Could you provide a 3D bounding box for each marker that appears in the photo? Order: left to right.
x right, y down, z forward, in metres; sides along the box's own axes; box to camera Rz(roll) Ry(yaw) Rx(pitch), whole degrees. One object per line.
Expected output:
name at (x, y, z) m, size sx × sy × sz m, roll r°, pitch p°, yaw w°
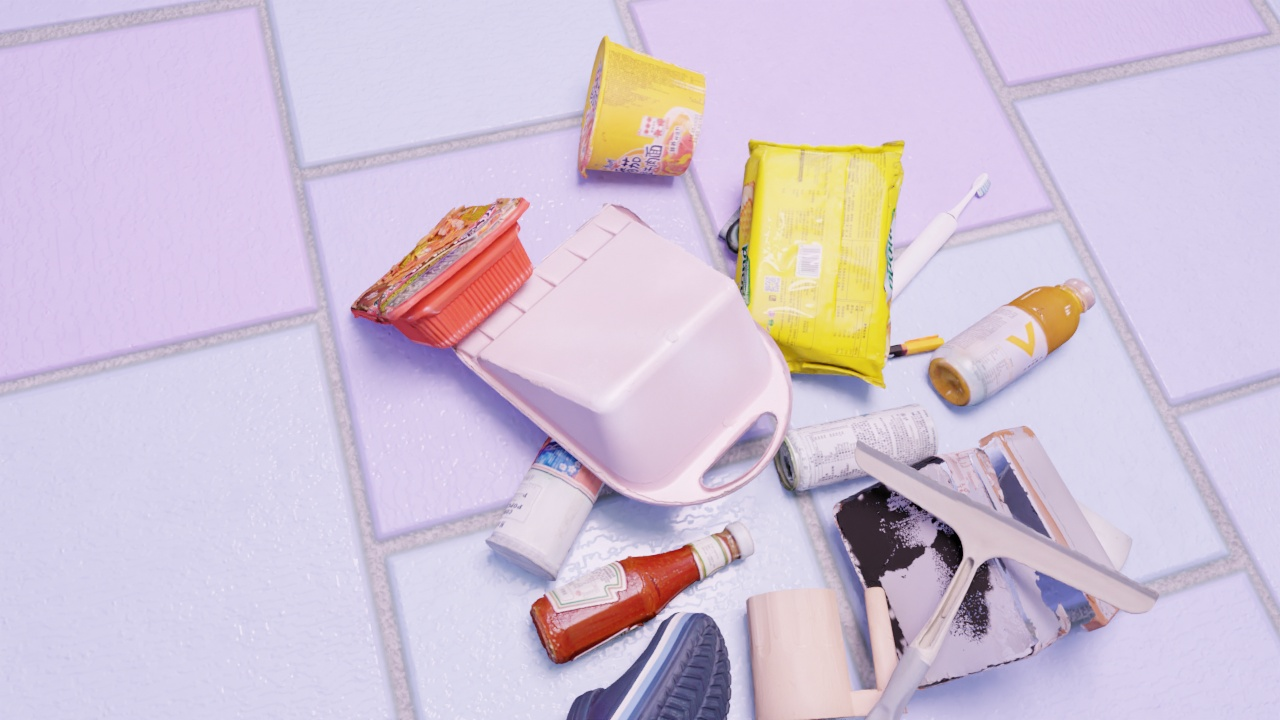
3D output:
marker at (0.250, -0.009, 0.932) m, size 0.123 × 0.018 × 0.015 m, roll -10°, pitch 71°, yaw -8°

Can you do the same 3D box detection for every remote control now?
remote control at (0.401, 0.155, 0.881) m, size 0.135 × 0.019 × 0.056 m, roll 36°, pitch 69°, yaw 10°

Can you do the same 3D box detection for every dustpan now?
dustpan at (-0.005, 0.005, 0.832) m, size 0.222 × 0.139 × 0.273 m, roll -42°, pitch 43°, yaw -15°

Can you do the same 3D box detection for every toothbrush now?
toothbrush at (0.312, -0.130, 0.981) m, size 0.220 × 0.027 × 0.026 m, roll -45°, pitch 117°, yaw -19°

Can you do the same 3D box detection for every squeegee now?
squeegee at (0.222, 0.226, 0.719) m, size 0.247 × 0.039 × 0.246 m, roll 28°, pitch 87°, yaw 35°

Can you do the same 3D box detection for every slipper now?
slipper at (-0.016, 0.316, 0.745) m, size 0.095 × 0.105 × 0.252 m, roll 6°, pitch 43°, yaw 41°

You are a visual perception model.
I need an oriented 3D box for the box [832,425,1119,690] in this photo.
box at (0.311, 0.167, 0.824) m, size 0.193 × 0.157 × 0.183 m, roll -1°, pitch 63°, yaw -45°

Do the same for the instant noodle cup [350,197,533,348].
instant noodle cup at (-0.179, -0.077, 0.857) m, size 0.164 × 0.189 × 0.079 m, roll -44°, pitch 114°, yaw -18°

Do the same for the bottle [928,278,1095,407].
bottle at (0.377, -0.024, 0.923) m, size 0.189 × 0.068 × 0.068 m, roll -31°, pitch 75°, yaw -16°

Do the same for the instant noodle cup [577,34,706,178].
instant noodle cup at (0.001, -0.254, 0.949) m, size 0.109 × 0.138 × 0.137 m, roll 9°, pitch 68°, yaw -12°

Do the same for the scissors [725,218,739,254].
scissors at (0.157, -0.089, 0.934) m, size 0.178 × 0.019 × 0.170 m, roll 31°, pitch 86°, yaw 10°

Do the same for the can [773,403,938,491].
can at (0.204, 0.082, 0.870) m, size 0.146 × 0.058 × 0.058 m, roll -11°, pitch 70°, yaw -9°

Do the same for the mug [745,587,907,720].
mug at (0.154, 0.250, 0.779) m, size 0.125 × 0.084 × 0.103 m, roll -10°, pitch 67°, yaw 13°

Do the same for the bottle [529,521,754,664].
bottle at (0.006, 0.198, 0.808) m, size 0.205 × 0.060 × 0.059 m, roll -22°, pitch 72°, yaw -17°

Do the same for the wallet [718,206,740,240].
wallet at (0.154, -0.147, 0.978) m, size 0.097 × 0.019 × 0.120 m, roll 36°, pitch 69°, yaw 7°

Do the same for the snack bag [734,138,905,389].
snack bag at (0.170, -0.100, 0.892) m, size 0.158 × 0.068 × 0.246 m, roll 5°, pitch 83°, yaw 6°

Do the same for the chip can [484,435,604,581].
chip can at (-0.056, 0.088, 0.837) m, size 0.071 × 0.071 × 0.214 m, roll 27°, pitch 68°, yaw 5°
